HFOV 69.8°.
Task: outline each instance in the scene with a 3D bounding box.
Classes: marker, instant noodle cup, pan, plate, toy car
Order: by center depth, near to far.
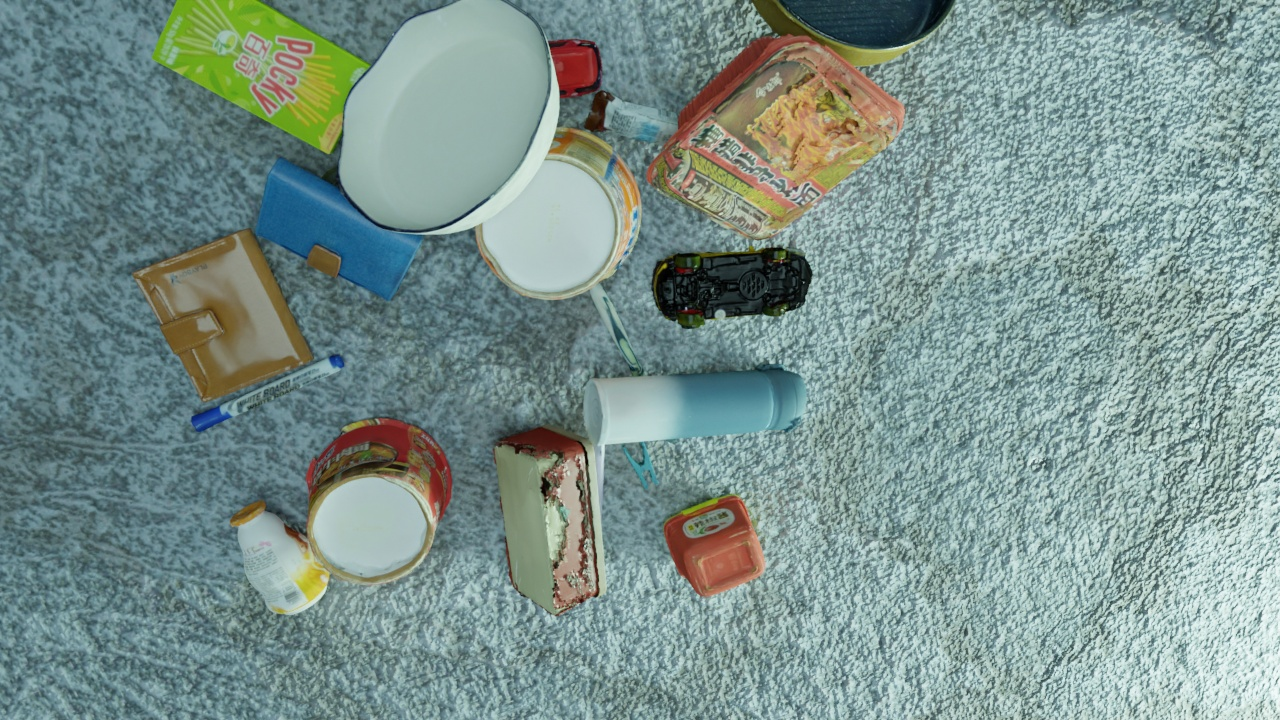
[{"bbox_3d":[-0.151,-0.192,0.736,0.205,0.205,0.045,-50,150,6],"label":"plate"},{"bbox_3d":[0.257,-0.365,0.790,0.357,0.078,0.197,-10,82,-15],"label":"pan"},{"bbox_3d":[-0.074,-0.122,0.795,0.151,0.111,0.151,0,107,1],"label":"instant noodle cup"},{"bbox_3d":[0.114,-0.201,0.801,0.164,0.079,0.189,22,134,-39],"label":"instant noodle cup"},{"bbox_3d":[-0.092,-0.254,0.803,0.120,0.045,0.053,-8,106,-6],"label":"toy car"},{"bbox_3d":[-0.345,0.030,0.851,0.145,0.017,0.017,-24,109,-3],"label":"marker"},{"bbox_3d":[-0.244,0.136,0.852,0.138,0.108,0.138,-3,106,-10],"label":"instant noodle cup"},{"bbox_3d":[0.089,-0.073,0.889,0.155,0.041,0.071,-6,107,-7],"label":"toy car"}]

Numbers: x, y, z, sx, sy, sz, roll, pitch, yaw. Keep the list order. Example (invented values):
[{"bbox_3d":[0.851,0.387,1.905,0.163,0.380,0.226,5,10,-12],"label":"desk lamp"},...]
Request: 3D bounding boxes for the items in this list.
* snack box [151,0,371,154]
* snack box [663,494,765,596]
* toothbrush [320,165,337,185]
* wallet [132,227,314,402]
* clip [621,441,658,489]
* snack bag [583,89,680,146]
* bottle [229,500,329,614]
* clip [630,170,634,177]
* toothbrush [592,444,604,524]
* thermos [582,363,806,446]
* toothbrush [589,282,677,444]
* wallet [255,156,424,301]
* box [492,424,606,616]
[{"bbox_3d":[-0.314,-0.250,0.771,0.156,0.026,0.086,28,100,-17],"label":"snack box"},{"bbox_3d":[0.079,0.194,0.944,0.091,0.080,0.082,-21,109,-5],"label":"snack box"},{"bbox_3d":[-0.218,-0.215,0.807,0.012,0.017,0.186,45,92,-3],"label":"toothbrush"},{"bbox_3d":[-0.371,-0.039,0.820,0.107,0.031,0.132,-22,107,-6],"label":"wallet"},{"bbox_3d":[0.002,0.106,0.939,0.041,0.014,0.056,-26,109,-2],"label":"clip"},{"bbox_3d":[0.003,-0.217,0.839,0.105,0.026,0.045,10,142,-15],"label":"snack bag"},{"bbox_3d":[-0.345,0.186,0.871,0.063,0.063,0.108,-26,109,-3],"label":"bottle"},{"bbox_3d":[-0.032,-0.161,0.857,0.057,0.028,0.024,-27,107,7],"label":"clip"},{"bbox_3d":[-0.048,0.153,0.942,0.029,0.021,0.189,-11,110,-48],"label":"toothbrush"},{"bbox_3d":[0.056,0.042,0.894,0.220,0.070,0.070,-4,106,-19],"label":"thermos"},{"bbox_3d":[-0.005,0.005,0.907,0.016,0.018,0.192,-28,110,-3],"label":"toothbrush"},{"bbox_3d":[-0.261,-0.109,0.790,0.133,0.107,0.040,28,57,-15],"label":"wallet"},{"bbox_3d":[-0.092,0.156,0.883,0.078,0.091,0.168,-18,111,-37],"label":"box"}]
